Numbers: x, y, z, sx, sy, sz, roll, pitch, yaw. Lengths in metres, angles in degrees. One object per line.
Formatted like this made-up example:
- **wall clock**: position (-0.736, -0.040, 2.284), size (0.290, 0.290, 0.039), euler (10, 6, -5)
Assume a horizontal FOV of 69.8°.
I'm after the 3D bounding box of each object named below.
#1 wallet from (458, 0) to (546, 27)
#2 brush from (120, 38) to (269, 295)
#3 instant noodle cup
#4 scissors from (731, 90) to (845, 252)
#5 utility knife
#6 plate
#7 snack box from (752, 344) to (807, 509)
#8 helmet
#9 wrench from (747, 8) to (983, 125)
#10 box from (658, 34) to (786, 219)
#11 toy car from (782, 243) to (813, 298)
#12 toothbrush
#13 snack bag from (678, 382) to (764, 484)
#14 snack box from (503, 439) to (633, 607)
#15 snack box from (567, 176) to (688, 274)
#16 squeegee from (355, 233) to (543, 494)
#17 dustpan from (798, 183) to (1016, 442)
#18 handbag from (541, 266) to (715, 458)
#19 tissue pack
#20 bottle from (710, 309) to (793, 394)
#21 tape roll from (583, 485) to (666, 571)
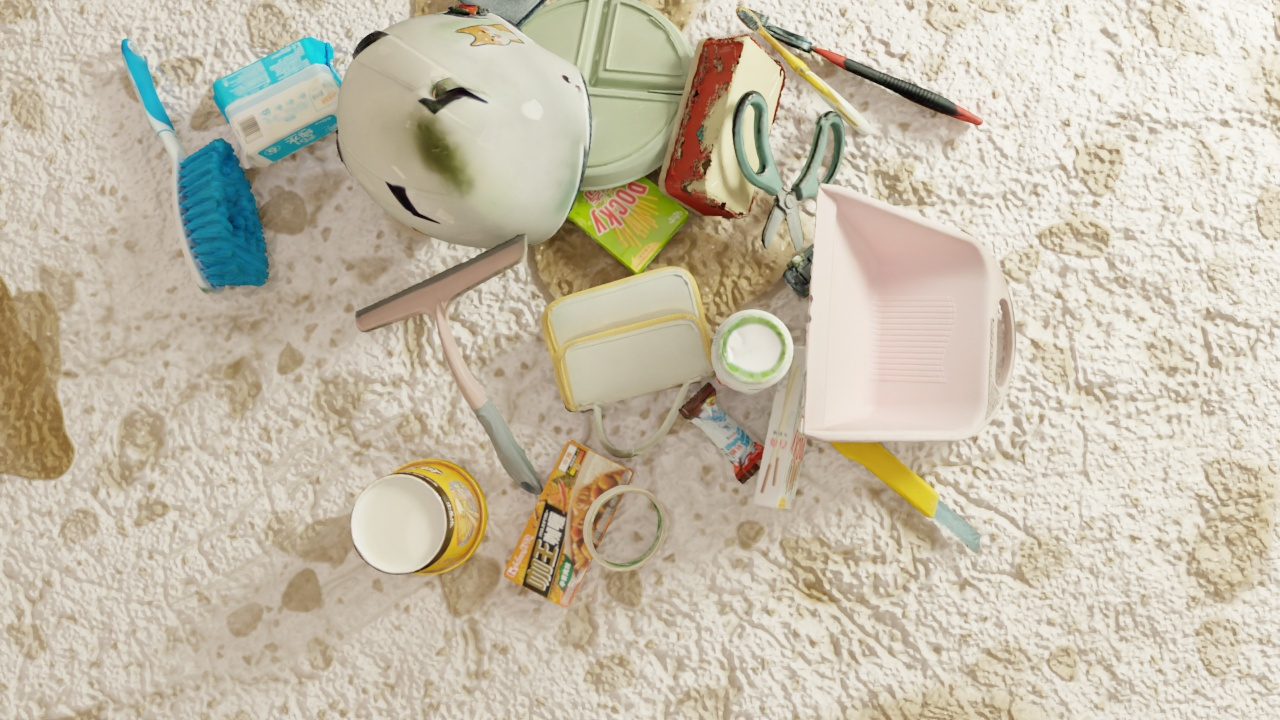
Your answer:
- **wallet**: position (-0.131, -0.409, 0.978), size (0.097, 0.019, 0.121), euler (42, 85, 21)
- **brush**: position (-0.479, -0.215, 0.973), size (0.110, 0.060, 0.314), euler (-18, 85, 24)
- **instant noodle cup**: position (-0.220, 0.156, 0.899), size (0.118, 0.114, 0.118), euler (0, 85, 4)
- **scissors**: position (0.157, -0.201, 0.921), size (0.180, 0.019, 0.170), euler (-36, 116, -30)
- **utility knife**: position (0.259, 0.121, 0.925), size (0.209, 0.015, 0.033), euler (41, 87, 8)
- **plate**: position (-0.052, -0.285, 0.952), size (0.230, 0.027, 0.230), euler (-2, 74, 6)
- **snack box**: position (0.146, 0.067, 0.900), size (0.027, 0.084, 0.156), euler (10, 85, 21)
- **helmet**: position (-0.190, -0.217, 0.870), size (0.274, 0.156, 0.230), euler (31, 114, 17)
- **wrench**: position (0.228, -0.302, 0.950), size (0.273, 0.056, 0.016), euler (25, 105, 1)
- **box**: position (0.089, -0.232, 0.917), size (0.076, 0.091, 0.168), euler (11, 84, 42)
- **toy car**: position (0.187, -0.102, 0.940), size (0.090, 0.034, 0.043), euler (-42, 82, -3)
- **toothbrush**: position (0.168, -0.293, 0.936), size (0.191, 0.018, 0.016), euler (38, 115, -15)
- **snack bag**: position (0.086, 0.074, 0.925), size (0.048, 0.026, 0.104), euler (-42, 104, -12)
- **snack box**: position (-0.073, 0.165, 0.934), size (0.075, 0.026, 0.153), euler (26, 87, 5)
- **snack box**: position (-0.034, -0.169, 0.961), size (0.156, 0.026, 0.085), euler (41, 87, 6)
- **squeegee**: position (-0.161, 0.031, 0.917), size (0.248, 0.040, 0.249), euler (-19, 101, 32)
- **dustpan**: position (0.259, -0.033, 0.848), size (0.139, 0.273, 0.222), euler (2, 88, 28)
- **handbag**: position (-0.005, 0.005, 0.931), size (0.163, 0.063, 0.178), euler (-15, 88, 3)
- **tissue pack**: position (-0.375, -0.271, 0.970), size (0.140, 0.063, 0.090), euler (-26, 87, 3)
- **bottle**: position (0.098, 0.000, 0.854), size (0.068, 0.197, 0.068), euler (0, 84, 3)
- **tape roll**: position (-0.015, 0.168, 0.919), size (0.085, 0.014, 0.086), euler (-3, 98, -22)
